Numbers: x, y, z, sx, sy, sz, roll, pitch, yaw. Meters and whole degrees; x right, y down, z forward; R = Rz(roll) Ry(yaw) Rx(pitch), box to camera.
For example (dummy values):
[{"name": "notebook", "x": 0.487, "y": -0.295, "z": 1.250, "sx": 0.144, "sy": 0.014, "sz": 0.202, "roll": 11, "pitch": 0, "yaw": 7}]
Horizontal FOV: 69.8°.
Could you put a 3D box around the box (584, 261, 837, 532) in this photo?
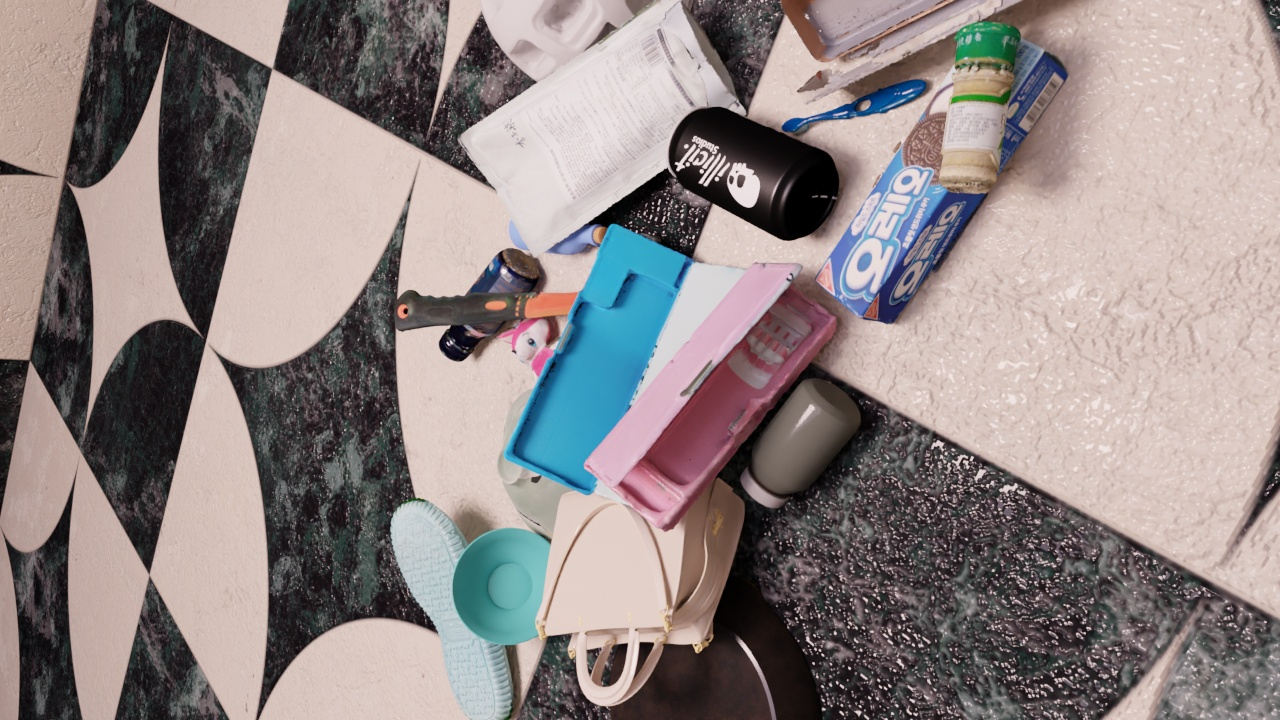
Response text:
[{"name": "box", "x": 0.052, "y": 0.017, "z": 0.740, "sx": 0.099, "sy": 0.098, "sz": 0.232, "roll": 39, "pitch": 83, "yaw": 22}]

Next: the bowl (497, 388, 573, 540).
[{"name": "bowl", "x": -0.117, "y": 0.110, "z": 0.986, "sx": 0.175, "sy": 0.067, "sz": 0.174, "roll": -2, "pitch": 88, "yaw": 42}]

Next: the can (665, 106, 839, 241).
[{"name": "can", "x": 0.095, "y": -0.166, "z": 0.799, "sx": 0.146, "sy": 0.080, "sz": 0.080, "roll": 37, "pitch": 111, "yaw": 38}]

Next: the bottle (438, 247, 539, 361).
[{"name": "bottle", "x": -0.179, "y": -0.061, "z": 1.062, "sx": 0.161, "sy": 0.056, "sz": 0.056, "roll": -46, "pitch": 58, "yaw": 31}]

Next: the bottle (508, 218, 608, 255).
[{"name": "bottle", "x": -0.083, "y": -0.138, "z": 0.984, "sx": 0.131, "sy": 0.048, "sz": 0.048, "roll": 12, "pitch": 95, "yaw": 43}]

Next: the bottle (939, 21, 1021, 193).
[{"name": "bottle", "x": 0.229, "y": -0.170, "z": 0.625, "sx": 0.043, "sy": 0.042, "sz": 0.110, "roll": 10, "pitch": 95, "yaw": 43}]

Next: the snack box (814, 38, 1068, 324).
[{"name": "snack box", "x": 0.223, "y": -0.135, "z": 0.693, "sx": 0.059, "sy": 0.059, "sz": 0.227, "roll": 46, "pitch": 116, "yaw": 34}]

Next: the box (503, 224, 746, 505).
[{"name": "box", "x": -0.001, "y": 0.010, "z": 0.842, "sx": 0.174, "sy": 0.063, "sz": 0.243, "roll": 19, "pitch": 77, "yaw": 19}]

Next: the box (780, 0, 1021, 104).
[{"name": "box", "x": 0.208, "y": -0.291, "z": 0.695, "sx": 0.217, "sy": 0.094, "sz": 0.108, "roll": -16, "pitch": 101, "yaw": 41}]

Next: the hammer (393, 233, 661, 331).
[{"name": "hammer", "x": -0.131, "y": -0.057, "z": 0.979, "sx": 0.334, "sy": 0.033, "sz": 0.133, "roll": 0, "pitch": 88, "yaw": 27}]

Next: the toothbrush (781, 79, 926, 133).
[{"name": "toothbrush", "x": 0.178, "y": -0.212, "z": 0.771, "sx": 0.133, "sy": 0.016, "sz": 0.021, "roll": -8, "pitch": 82, "yaw": 40}]

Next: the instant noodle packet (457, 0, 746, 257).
[{"name": "instant noodle packet", "x": -0.041, "y": -0.227, "z": 0.903, "sx": 0.270, "sy": 0.057, "sz": 0.147, "roll": -28, "pitch": 97, "yaw": 26}]

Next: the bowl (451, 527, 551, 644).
[{"name": "bowl", "x": -0.142, "y": 0.245, "z": 0.998, "sx": 0.046, "sy": 0.121, "sz": 0.121, "roll": 115, "pitch": 146, "yaw": -74}]

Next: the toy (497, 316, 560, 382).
[{"name": "toy", "x": -0.117, "y": -0.016, "z": 1.011, "sx": 0.102, "sy": 0.050, "sz": 0.066, "roll": 50, "pitch": 115, "yaw": 27}]

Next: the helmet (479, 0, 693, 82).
[{"name": "helmet", "x": -0.071, "y": -0.414, "z": 0.960, "sx": 0.225, "sy": 0.183, "sz": 0.281, "roll": -36, "pitch": 44, "yaw": 31}]

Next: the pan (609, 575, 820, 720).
[{"name": "pan", "x": 0.099, "y": 0.333, "z": 0.787, "sx": 0.356, "sy": 0.043, "sz": 0.249, "roll": 21, "pitch": 101, "yaw": 42}]

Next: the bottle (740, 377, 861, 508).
[{"name": "bottle", "x": 0.131, "y": 0.070, "z": 0.764, "sx": 0.060, "sy": 0.060, "sz": 0.109, "roll": 51, "pitch": 119, "yaw": 33}]

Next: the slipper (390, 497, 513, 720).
[{"name": "slipper", "x": -0.203, "y": 0.283, "z": 1.058, "sx": 0.116, "sy": 0.069, "sz": 0.276, "roll": -22, "pitch": 87, "yaw": 39}]

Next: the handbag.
[{"name": "handbag", "x": -0.012, "y": 0.208, "z": 0.819, "sx": 0.195, "sy": 0.101, "sz": 0.197, "roll": -18, "pitch": 45, "yaw": 41}]
